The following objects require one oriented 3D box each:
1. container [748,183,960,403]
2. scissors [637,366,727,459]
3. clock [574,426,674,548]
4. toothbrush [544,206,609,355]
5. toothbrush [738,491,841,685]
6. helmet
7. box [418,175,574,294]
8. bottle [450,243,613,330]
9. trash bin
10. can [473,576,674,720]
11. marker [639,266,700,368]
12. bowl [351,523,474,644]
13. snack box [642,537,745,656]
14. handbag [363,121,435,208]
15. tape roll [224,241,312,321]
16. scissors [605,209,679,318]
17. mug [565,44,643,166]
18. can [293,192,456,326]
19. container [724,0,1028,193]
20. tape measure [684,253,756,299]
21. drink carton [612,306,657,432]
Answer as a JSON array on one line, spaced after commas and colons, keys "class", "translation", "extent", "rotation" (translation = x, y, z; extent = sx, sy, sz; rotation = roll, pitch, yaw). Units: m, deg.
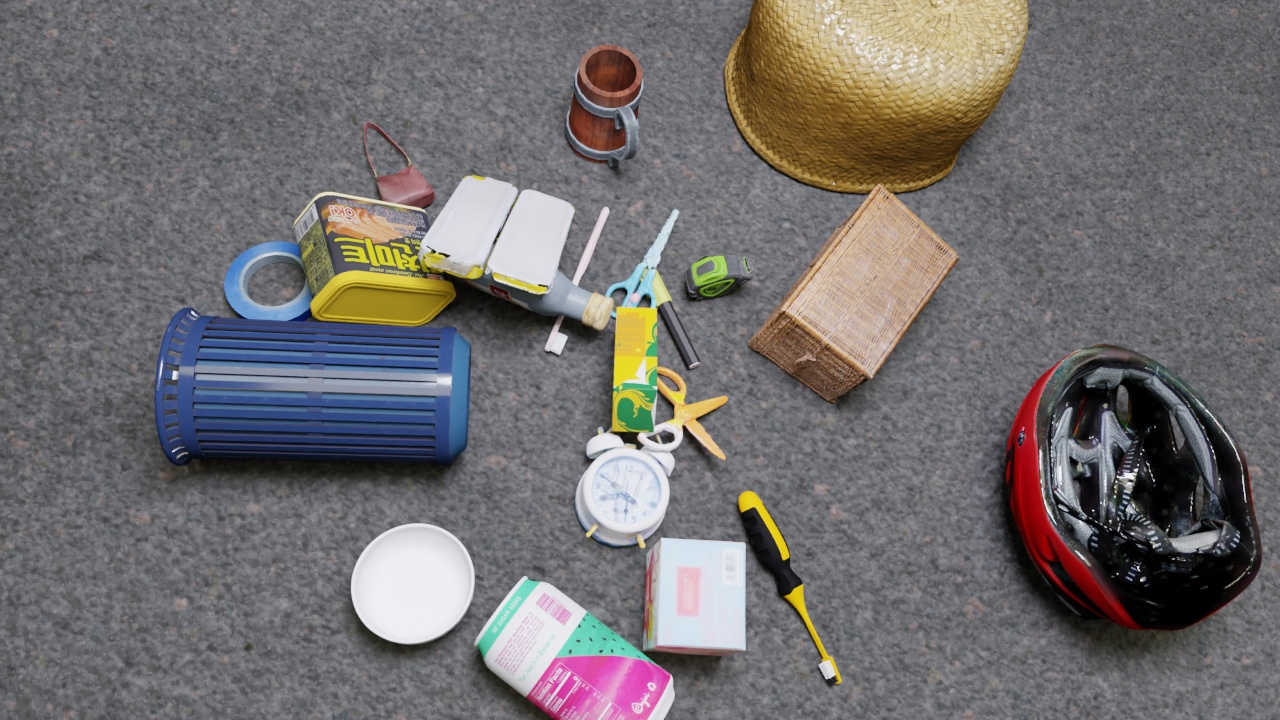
[{"class": "container", "translation": [0.219, -0.064, 0.948], "extent": [0.113, 0.114, 0.198], "rotation": [40, 71, 3]}, {"class": "scissors", "translation": [0.041, 0.054, 0.913], "extent": [0.128, 0.011, 0.125], "rotation": [-24, 61, -38]}, {"class": "clock", "translation": [-0.014, 0.116, 0.882], "extent": [0.089, 0.052, 0.125], "rotation": [12, 65, -4]}, {"class": "toothbrush", "translation": [-0.062, -0.087, 0.970], "extent": [0.018, 0.016, 0.180], "rotation": [22, 68, -7]}, {"class": "toothbrush", "translation": [0.143, 0.216, 0.878], "extent": [0.030, 0.031, 0.196], "rotation": [-16, 75, -40]}, {"class": "helmet", "translation": [0.458, 0.120, 0.883], "extent": [0.217, 0.167, 0.271], "rotation": [2, 69, -7]}, {"class": "box", "translation": [-0.135, -0.129, 0.909], "extent": [0.127, 0.023, 0.209], "rotation": [13, 30, -4]}, {"class": "bottle", "translation": [-0.106, -0.074, 0.917], "extent": [0.161, 0.072, 0.046], "rotation": [22, 86, 8]}, {"class": "trash bin", "translation": [-0.282, 0.028, 0.831], "extent": [0.249, 0.139, 0.139], "rotation": [2, 69, -9]}, {"class": "can", "translation": [-0.057, 0.267, 0.797], "extent": [0.166, 0.088, 0.088], "rotation": [36, 69, 6]}, {"class": "marker", "translation": [0.029, -0.047, 0.966], "extent": [0.021, 0.017, 0.123], "rotation": [-21, 74, -15]}, {"class": "bowl", "translation": [-0.201, 0.201, 0.820], "extent": [0.105, 0.054, 0.104], "rotation": [3, 70, -9]}, {"class": "snack box", "translation": [0.047, 0.215, 0.828], "extent": [0.079, 0.095, 0.092], "rotation": [5, 69, -6]}, {"class": "handbag", "translation": [-0.269, -0.210, 0.984], "extent": [0.055, 0.029, 0.119], "rotation": [-25, 69, -19]}, {"class": "tape roll", "translation": [-0.366, -0.076, 0.921], "extent": [0.091, 0.016, 0.092], "rotation": [36, 69, 6]}, {"class": "scissors", "translation": [0.008, -0.099, 0.966], "extent": [0.056, 0.015, 0.136], "rotation": [26, 83, 17]}, {"class": "mug", "translation": [-0.032, -0.262, 0.988], "extent": [0.081, 0.111, 0.117], "rotation": [-17, 73, -14]}, {"class": "can", "translation": [-0.258, -0.097, 0.888], "extent": [0.130, 0.073, 0.101], "rotation": [2, 60, -49]}, {"class": "container", "translation": [0.262, -0.361, 1.024], "extent": [0.307, 0.197, 0.306], "rotation": [3, 68, -6]}, {"class": "tape measure", "translation": [0.077, -0.091, 0.964], "extent": [0.058, 0.066, 0.035], "rotation": [-1, 71, -34]}, {"class": "drink carton", "translation": [-0.005, 0.005, 0.895], "extent": [0.041, 0.058, 0.122], "rotation": [3, 44, -1]}]
